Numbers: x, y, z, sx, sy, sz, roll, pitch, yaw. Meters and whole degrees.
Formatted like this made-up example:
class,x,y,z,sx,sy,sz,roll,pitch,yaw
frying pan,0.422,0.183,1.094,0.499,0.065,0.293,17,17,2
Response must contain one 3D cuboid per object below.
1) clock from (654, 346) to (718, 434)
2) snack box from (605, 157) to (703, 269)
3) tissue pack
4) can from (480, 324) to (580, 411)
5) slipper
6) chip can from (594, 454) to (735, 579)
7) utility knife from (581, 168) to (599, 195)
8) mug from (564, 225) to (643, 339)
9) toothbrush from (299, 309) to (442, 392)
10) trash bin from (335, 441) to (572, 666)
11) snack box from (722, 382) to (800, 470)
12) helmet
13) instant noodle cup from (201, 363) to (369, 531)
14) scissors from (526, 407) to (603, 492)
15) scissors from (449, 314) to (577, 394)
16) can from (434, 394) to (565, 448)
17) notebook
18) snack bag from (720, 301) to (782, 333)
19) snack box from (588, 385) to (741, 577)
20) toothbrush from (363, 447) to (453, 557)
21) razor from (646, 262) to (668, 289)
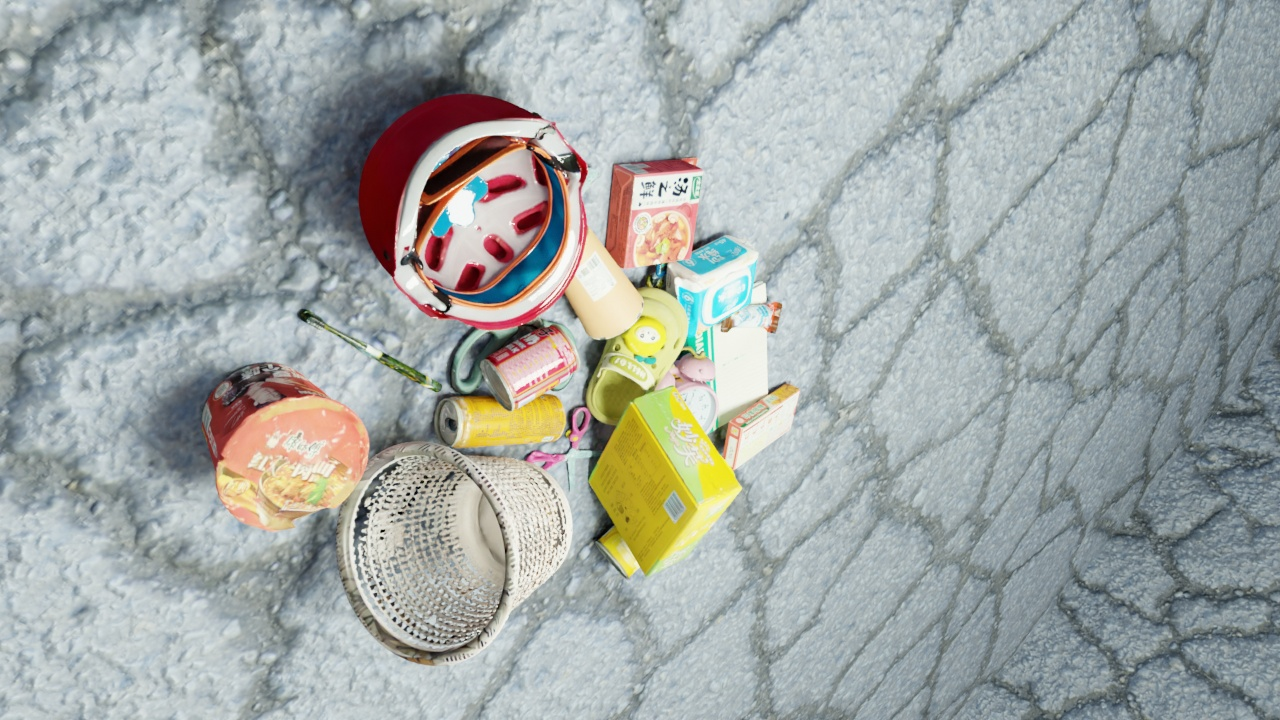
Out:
class,x,y,z,sx,sy,sz,roll,pitch,yaw
clock,0.047,0.049,1.215,0.117,0.060,0.159,-21,127,-23
snack box,0.025,-0.174,1.078,0.126,0.044,0.113,-14,123,-35
tissue pack,0.089,-0.092,1.158,0.139,0.063,0.090,-29,139,-33
can,-0.121,0.006,1.019,0.093,0.066,0.067,-31,132,-23
slipper,-0.007,0.007,1.112,0.091,0.081,0.191,23,113,-7
chip can,0.036,0.212,1.304,0.213,0.072,0.072,-40,135,-14
utility knife,-0.117,-0.130,0.999,0.031,0.022,0.213,41,92,-27
mug,-0.057,-0.092,1.039,0.078,0.078,0.123,-44,131,-12
toothbrush,-0.271,-0.005,0.944,0.012,0.017,0.185,-56,137,-3
trash bin,-0.182,0.193,1.005,0.191,0.227,0.228,-3,119,-65
snack box,0.180,0.097,1.363,0.155,0.027,0.077,-27,136,-43
helmet,-0.163,-0.147,0.866,0.206,0.144,0.240,-47,150,-8
instant noodle cup,-0.342,0.071,0.863,0.137,0.108,0.138,-21,127,-30
scissors,-0.093,0.121,1.178,0.135,0.017,0.133,-22,131,-34
scissors,-0.145,-0.009,1.051,0.178,0.019,0.170,-33,134,-20
can,-0.159,0.069,1.056,0.145,0.058,0.058,0,114,-41
notebook,0.120,0.005,1.295,0.150,0.012,0.209,-27,131,-25
snack bag,0.151,-0.059,1.251,0.104,0.026,0.048,1,103,-41
snack box,0.023,0.153,1.142,0.069,0.157,0.211,-20,154,-30
toothbrush,-0.256,0.151,1.054,0.189,0.016,0.014,-53,141,-4
razor,0.010,-0.058,1.152,0.042,0.022,0.143,-32,137,-63
